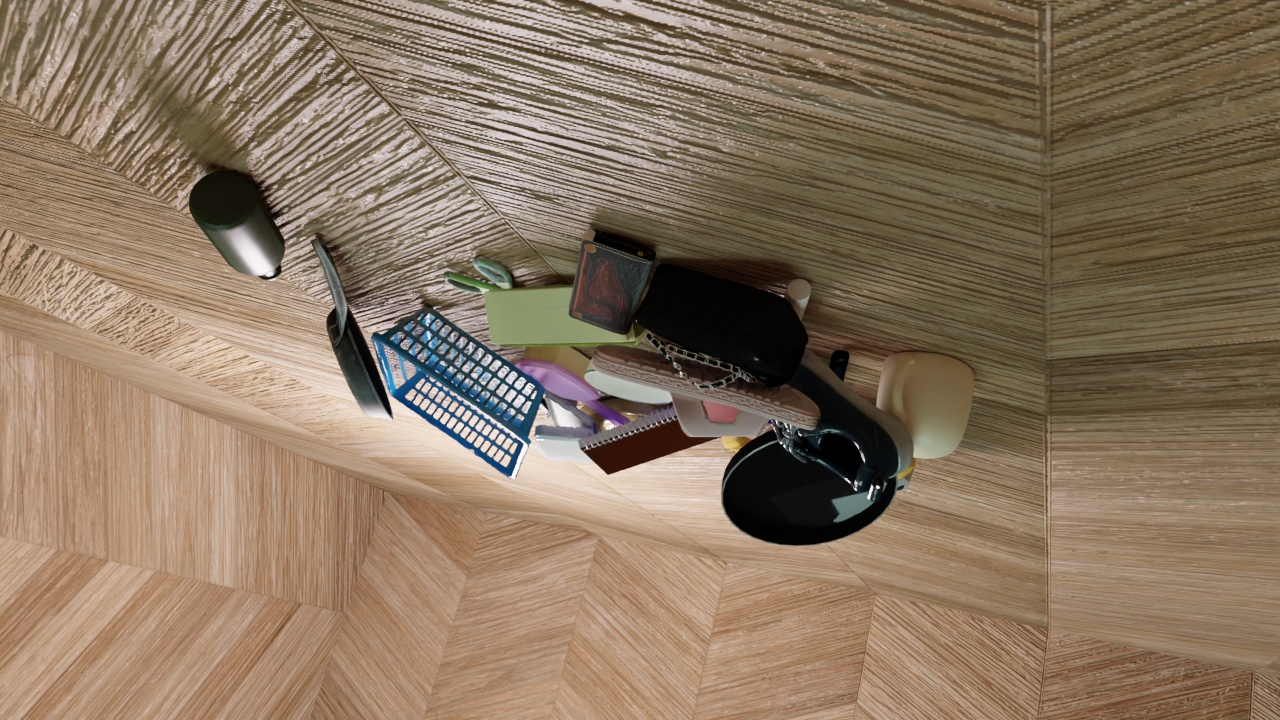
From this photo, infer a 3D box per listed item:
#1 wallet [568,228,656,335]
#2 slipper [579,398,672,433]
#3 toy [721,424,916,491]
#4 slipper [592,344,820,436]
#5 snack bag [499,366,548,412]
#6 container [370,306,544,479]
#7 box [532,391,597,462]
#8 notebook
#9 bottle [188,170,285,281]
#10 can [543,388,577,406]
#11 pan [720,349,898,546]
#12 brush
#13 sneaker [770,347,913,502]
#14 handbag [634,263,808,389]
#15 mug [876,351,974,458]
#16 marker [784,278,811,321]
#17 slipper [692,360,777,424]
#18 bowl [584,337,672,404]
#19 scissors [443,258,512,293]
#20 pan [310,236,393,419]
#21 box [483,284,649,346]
[{"bbox_3d":[-0.031,-0.078,0.931,0.072,0.019,0.123,20,143,1],"label":"wallet"},{"bbox_3d":[-0.031,0.113,1.493,0.111,0.079,0.262,26,160,-20],"label":"slipper"},{"bbox_3d":[0.245,0.157,1.305,0.267,0.140,0.247,9,152,-14],"label":"toy"},{"bbox_3d":[0.062,0.040,0.938,0.239,0.064,0.094,15,-166,12],"label":"slipper"},{"bbox_3d":[-0.174,0.057,1.501,0.074,0.018,0.155,35,171,25],"label":"snack bag"},{"bbox_3d":[-0.261,0.051,1.383,0.257,0.089,0.363,35,162,-1],"label":"container"},{"bbox_3d":[-0.114,0.133,1.445,0.122,0.083,0.216,35,164,14],"label":"box"},{"bbox_3d":[0.026,0.113,1.370,0.209,0.022,0.171,-19,156,6],"label":"notebook"},{"bbox_3d":[-0.457,-0.143,1.066,0.071,0.071,0.207,16,163,-4],"label":"bottle"},{"bbox_3d":[-0.132,0.054,1.466,0.032,0.032,0.095,8,161,23],"label":"can"},{"bbox_3d":[0.218,0.113,1.143,0.225,0.034,0.357,1,132,-1],"label":"pan"},{"bbox_3d":[-0.084,0.037,1.337,0.089,0.043,0.228,2,156,40],"label":"brush"},{"bbox_3d":[0.182,0.060,0.985,0.235,0.087,0.089,39,143,34],"label":"sneaker"},{"bbox_3d":[0.079,-0.015,0.913,0.154,0.114,0.125,16,170,34],"label":"handbag"},{"bbox_3d":[0.297,0.050,0.983,0.096,0.099,0.120,0,157,41],"label":"mug"},{"bbox_3d":[0.152,-0.047,0.934,0.027,0.023,0.133,20,164,9],"label":"marker"},{"bbox_3d":[0.103,0.053,1.182,0.267,0.084,0.107,-4,155,46],"label":"slipper"},{"bbox_3d":[-0.007,0.007,1.167,0.118,0.062,0.118,13,163,4],"label":"bowl"},{"bbox_3d":[-0.153,-0.082,1.096,0.171,0.024,0.160,13,157,-6],"label":"scissors"},{"bbox_3d":[-0.399,-0.043,1.244,0.055,0.187,0.357,-22,151,-10],"label":"pan"},{"bbox_3d":[-0.086,-0.059,1.055,0.188,0.091,0.083,-1,120,25],"label":"box"}]
